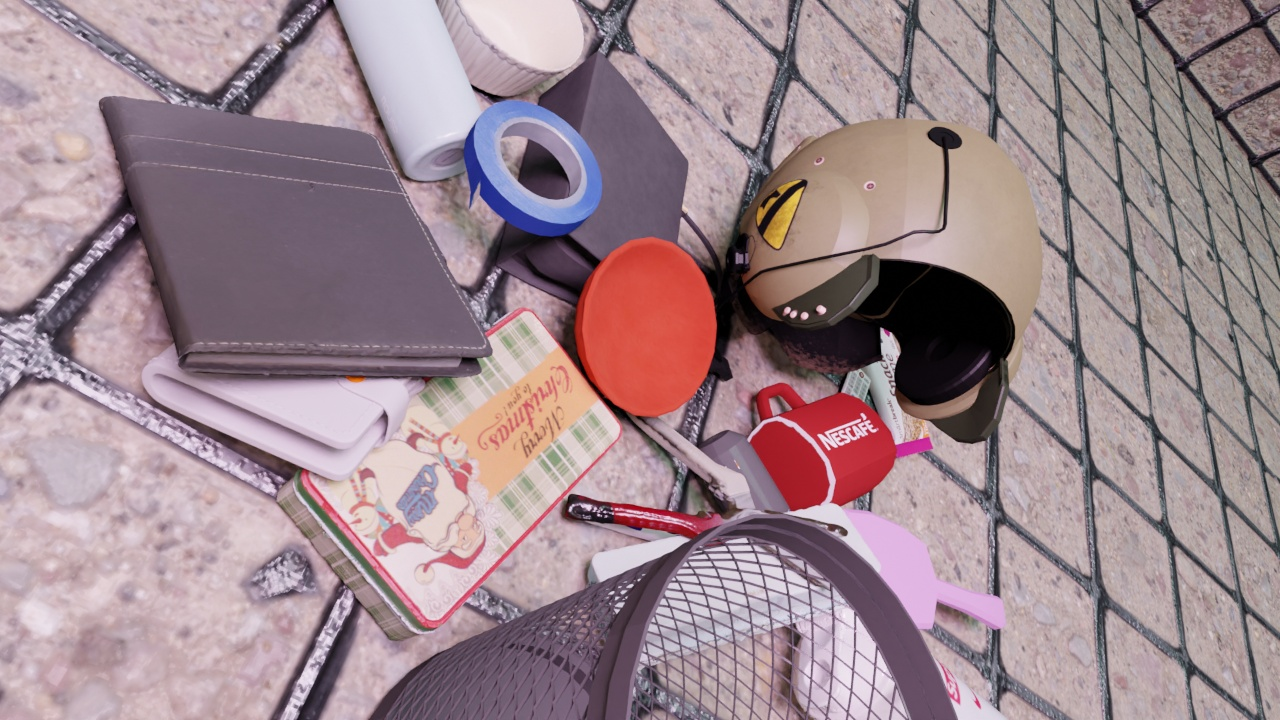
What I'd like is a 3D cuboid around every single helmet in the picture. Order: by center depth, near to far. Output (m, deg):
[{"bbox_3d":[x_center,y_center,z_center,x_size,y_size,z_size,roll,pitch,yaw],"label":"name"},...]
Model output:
[{"bbox_3d":[0.174,-0.065,0.708,0.250,0.256,0.232,31,53,-28],"label":"helmet"}]

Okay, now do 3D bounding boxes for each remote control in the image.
[{"bbox_3d":[0.189,0.050,0.853,0.028,0.012,0.123,45,45,-15],"label":"remote control"}]

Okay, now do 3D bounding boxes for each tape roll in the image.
[{"bbox_3d":[-0.070,-0.127,0.603,0.093,0.016,0.091,12,61,-30],"label":"tape roll"}]

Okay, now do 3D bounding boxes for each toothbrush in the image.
[{"bbox_3d":[0.031,0.134,0.662,0.186,0.015,0.016,27,48,-29],"label":"toothbrush"}]

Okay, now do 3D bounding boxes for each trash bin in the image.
[{"bbox_3d":[-0.002,0.208,0.430,0.217,0.228,0.217,24,52,-36],"label":"trash bin"}]

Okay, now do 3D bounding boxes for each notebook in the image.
[{"bbox_3d":[-0.188,-0.071,0.508,0.169,0.030,0.209,1,47,-42],"label":"notebook"}]

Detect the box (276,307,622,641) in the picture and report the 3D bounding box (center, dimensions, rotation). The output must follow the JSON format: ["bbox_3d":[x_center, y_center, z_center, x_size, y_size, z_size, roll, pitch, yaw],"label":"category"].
[{"bbox_3d":[-0.104,0.060,0.555,0.117,0.050,0.204,55,43,-6],"label":"box"}]

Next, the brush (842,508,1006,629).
[{"bbox_3d":[0.233,0.196,0.792,0.228,0.043,0.089,25,53,-31],"label":"brush"}]

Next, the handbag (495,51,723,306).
[{"bbox_3d":[0.001,-0.108,0.731,0.195,0.072,0.175,33,51,-33],"label":"handbag"}]

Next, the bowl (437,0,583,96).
[{"bbox_3d":[-0.108,-0.256,0.706,0.115,0.063,0.115,20,56,-34],"label":"bowl"}]

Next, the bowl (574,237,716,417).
[{"bbox_3d":[-0.002,-0.023,0.637,0.121,0.035,0.122,-1,92,-41],"label":"bowl"}]

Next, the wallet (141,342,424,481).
[{"bbox_3d":[-0.178,0.000,0.496,0.118,0.038,0.115,23,37,1],"label":"wallet"}]

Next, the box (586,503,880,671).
[{"bbox_3d":[0.063,0.145,0.619,0.198,0.067,0.083,-9,70,-24],"label":"box"}]

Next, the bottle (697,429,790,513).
[{"bbox_3d":[0.084,0.107,0.702,0.046,0.047,0.112,-33,91,-46],"label":"bottle"}]

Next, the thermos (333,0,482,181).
[{"bbox_3d":[-0.170,-0.230,0.634,0.077,0.065,0.206,-18,82,-37],"label":"thermos"}]

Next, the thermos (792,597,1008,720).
[{"bbox_3d":[0.202,0.260,0.703,0.220,0.100,0.099,39,47,-27],"label":"thermos"}]

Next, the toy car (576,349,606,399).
[{"bbox_3d":[-0.004,0.004,0.682,0.092,0.037,0.040,-2,70,-43],"label":"toy car"}]

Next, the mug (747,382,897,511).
[{"bbox_3d":[0.135,0.067,0.750,0.096,0.081,0.116,-14,56,-45],"label":"mug"}]

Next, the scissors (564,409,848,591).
[{"bbox_3d":[0.039,0.091,0.634,0.198,0.015,0.179,-3,45,-20],"label":"scissors"}]

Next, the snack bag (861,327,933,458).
[{"bbox_3d":[0.243,0.000,0.926,0.070,0.016,0.196,-5,72,-42],"label":"snack bag"}]
